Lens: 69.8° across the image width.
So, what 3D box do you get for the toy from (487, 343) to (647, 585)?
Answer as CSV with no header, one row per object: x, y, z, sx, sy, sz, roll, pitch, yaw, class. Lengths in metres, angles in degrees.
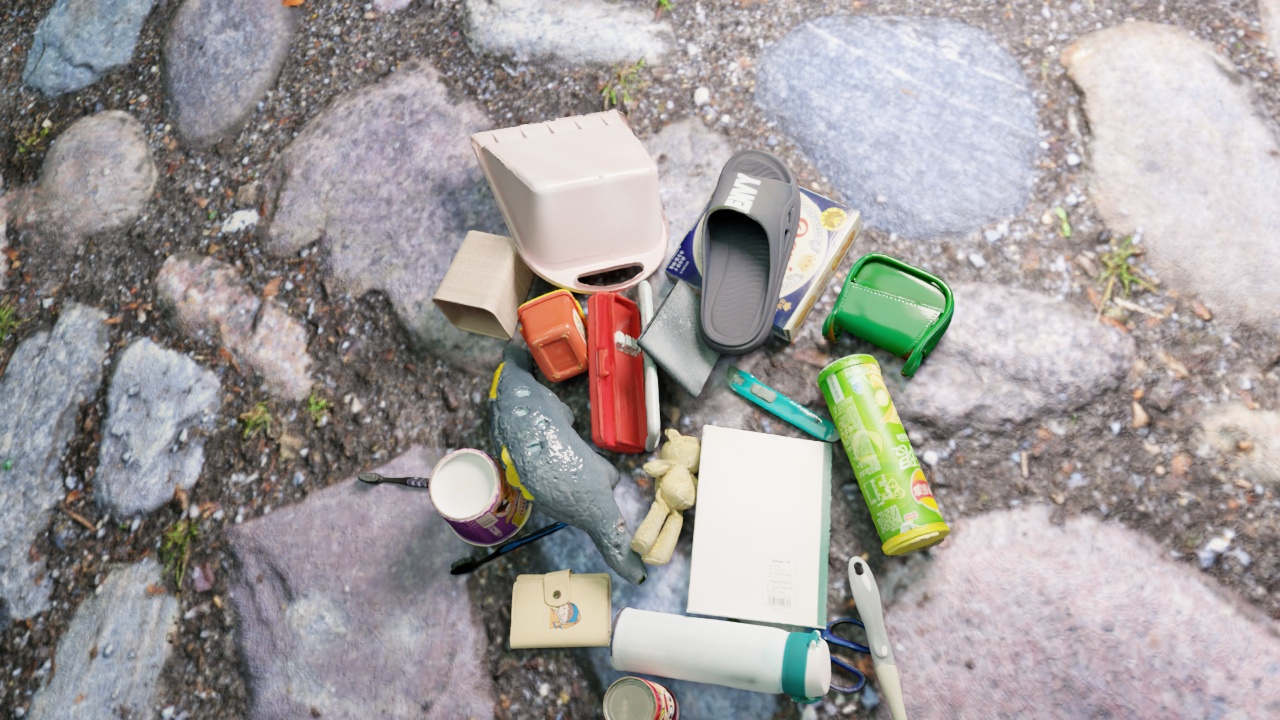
-0.103,0.106,1.062,0.091,0.137,0.356,-43,63,18,toy

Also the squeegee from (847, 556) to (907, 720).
0.249,0.317,0.921,0.246,0.039,0.246,-13,68,6,squeegee

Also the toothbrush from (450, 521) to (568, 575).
-0.140,0.212,1.088,0.189,0.014,0.016,-24,39,2,toothbrush

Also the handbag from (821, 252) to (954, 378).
0.289,-0.054,1.066,0.131,0.068,0.120,30,85,22,handbag

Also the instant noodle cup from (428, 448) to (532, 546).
-0.192,0.154,1.073,0.112,0.099,0.111,-4,69,9,instant noodle cup

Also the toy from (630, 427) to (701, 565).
0.032,0.154,1.035,0.066,0.105,0.156,-24,38,52,toy

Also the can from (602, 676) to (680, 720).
0.004,0.352,0.926,0.053,0.133,0.053,-5,66,12,can

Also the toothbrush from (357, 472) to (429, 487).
-0.269,0.152,1.143,0.189,0.017,0.014,3,74,13,toothbrush

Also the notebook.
0.133,0.179,1.005,0.150,0.012,0.208,8,66,-1,notebook

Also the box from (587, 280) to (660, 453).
-0.002,0.005,1.094,0.092,0.094,0.201,-24,60,40,box

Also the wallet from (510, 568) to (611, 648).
-0.090,0.281,1.041,0.115,0.024,0.087,-6,66,13,wallet

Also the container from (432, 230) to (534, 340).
-0.197,-0.099,1.191,0.090,0.090,0.110,12,68,19,container

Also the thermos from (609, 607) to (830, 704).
0.083,0.306,0.951,0.224,0.073,0.073,2,68,21,thermos

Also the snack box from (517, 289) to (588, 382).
-0.103,-0.026,1.123,0.082,0.091,0.080,-21,39,6,snack box

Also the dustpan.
-0.085,-0.209,1.206,0.222,0.139,0.273,-13,36,-16,dustpan

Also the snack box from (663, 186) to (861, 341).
0.152,-0.140,1.143,0.182,0.046,0.177,28,78,23,snack box

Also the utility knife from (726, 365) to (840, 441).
0.165,0.051,1.077,0.161,0.013,0.029,30,79,23,utility knife

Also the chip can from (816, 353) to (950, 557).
0.261,0.099,1.002,0.072,0.072,0.221,-20,65,5,chip can

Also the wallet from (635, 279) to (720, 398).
0.055,-0.027,1.085,0.097,0.019,0.120,44,50,-14,wallet

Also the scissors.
0.171,0.282,0.979,0.128,0.012,0.173,-39,66,-5,scissors

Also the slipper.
0.125,-0.141,1.080,0.111,0.083,0.267,6,72,15,slipper
